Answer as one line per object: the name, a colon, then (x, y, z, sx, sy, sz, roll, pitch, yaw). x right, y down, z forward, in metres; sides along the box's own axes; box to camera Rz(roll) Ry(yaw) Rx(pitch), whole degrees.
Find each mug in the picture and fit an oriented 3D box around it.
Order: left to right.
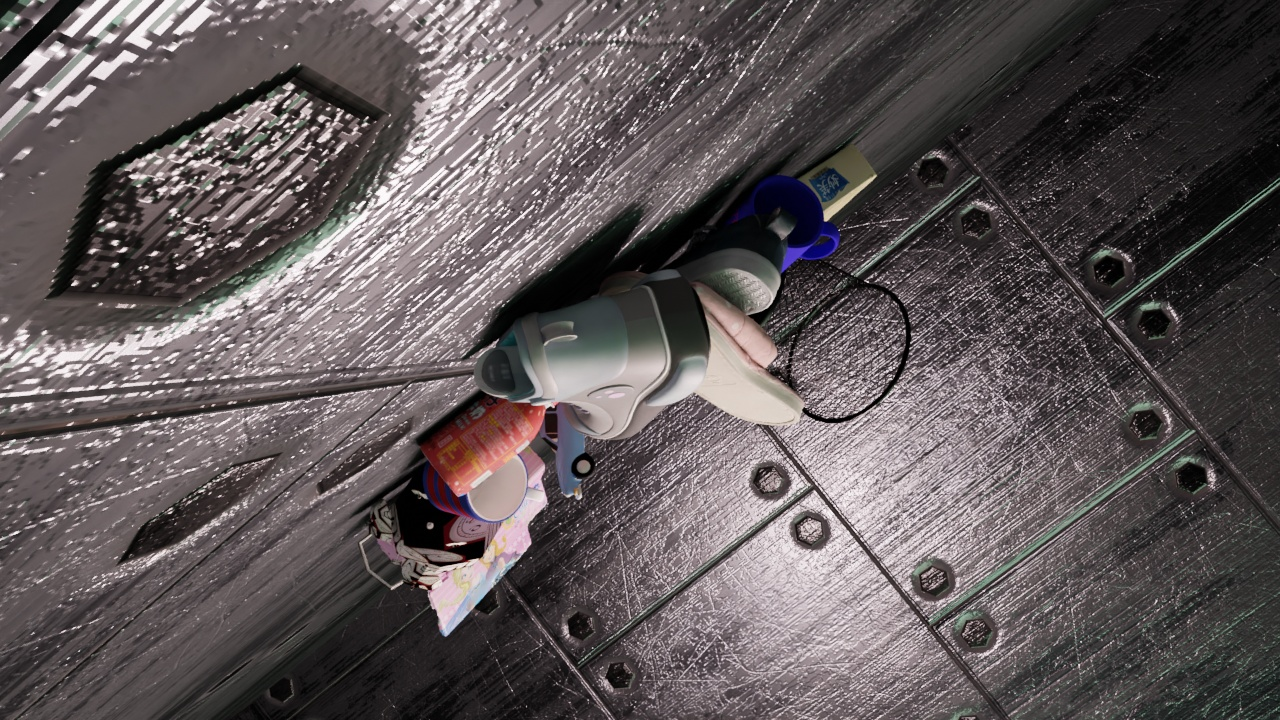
mug: (-0.151, 0.124, 0.923, 0.076, 0.075, 0.111, 3, 165, 45)
mug: (0.145, -0.128, 0.929, 0.084, 0.111, 0.079, 134, -34, -64)

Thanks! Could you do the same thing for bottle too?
bottle: (-0.130, 0.060, 0.842, 0.137, 0.062, 0.062, -38, 176, -14)

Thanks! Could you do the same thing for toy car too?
toy car: (-0.074, 0.060, 0.902, 0.054, 0.153, 0.056, -1, 180, -8)

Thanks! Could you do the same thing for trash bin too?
trash bin: (0.179, -0.045, 1.079, 0.210, 0.183, 0.185, 24, 128, -36)

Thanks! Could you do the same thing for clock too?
clock: (-0.217, 0.173, 0.957, 0.154, 0.114, 0.065, -34, 174, -33)

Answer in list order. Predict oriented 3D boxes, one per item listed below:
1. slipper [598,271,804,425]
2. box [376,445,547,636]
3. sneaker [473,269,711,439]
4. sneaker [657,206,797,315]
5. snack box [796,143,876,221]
slipper: (0.064, -0.014, 0.835, 0.114, 0.274, 0.054, -1, -118, 40)
box: (-0.191, 0.198, 1.103, 0.062, 0.161, 0.229, -15, -160, 41)
sneaker: (-0.059, 0.014, 0.724, 0.160, 0.093, 0.257, -9, 165, -24)
sneaker: (0.061, -0.080, 0.879, 0.236, 0.089, 0.087, -20, -137, 58)
snack box: (0.184, -0.171, 1.167, 0.153, 0.055, 0.208, -36, 176, -33)
